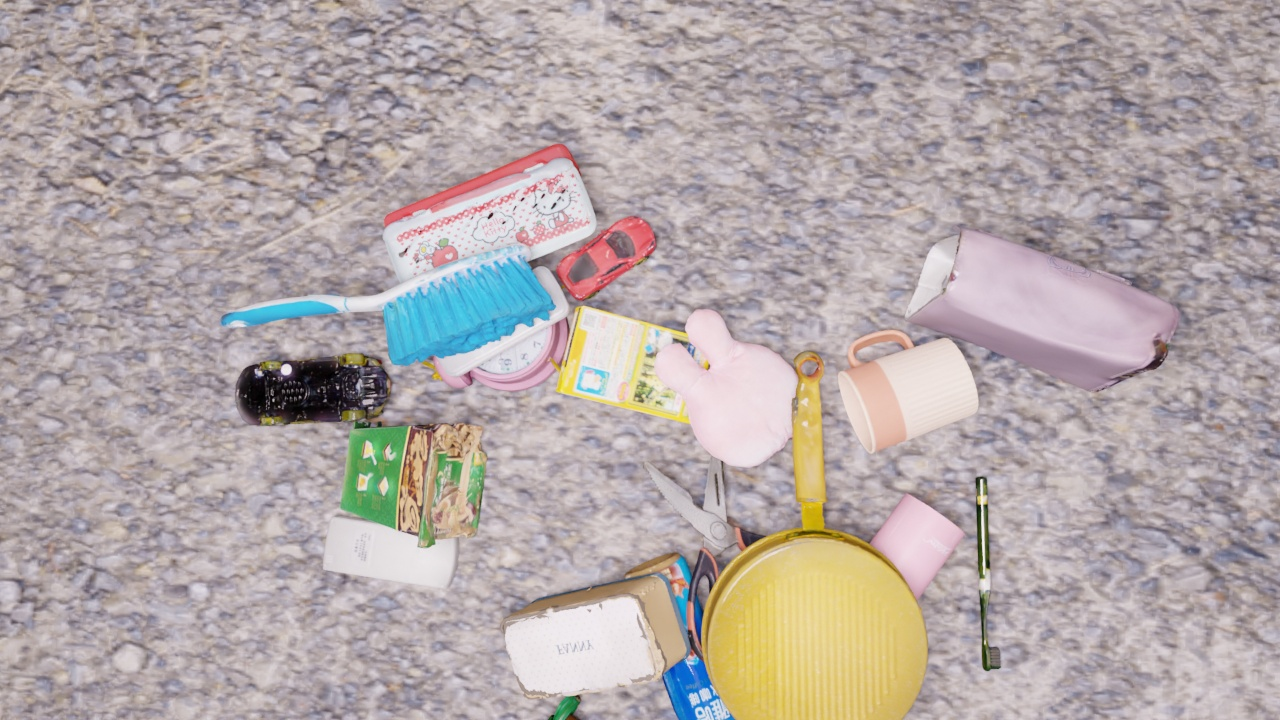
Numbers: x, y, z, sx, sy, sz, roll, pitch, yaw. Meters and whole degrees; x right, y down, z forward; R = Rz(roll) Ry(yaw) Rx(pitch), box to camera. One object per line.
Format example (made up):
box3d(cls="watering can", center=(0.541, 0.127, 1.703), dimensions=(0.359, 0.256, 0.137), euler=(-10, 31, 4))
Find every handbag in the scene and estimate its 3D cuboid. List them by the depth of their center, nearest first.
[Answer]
box3d(cls="handbag", center=(0.361, -0.050, 0.840), dimensions=(0.197, 0.145, 0.098), euler=(21, 90, 5))
box3d(cls="handbag", center=(-0.053, 0.402, 0.882), dimensions=(0.131, 0.068, 0.120), euler=(35, 82, 7))

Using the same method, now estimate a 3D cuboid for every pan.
box3d(cls="pan", center=(0.154, 0.169, 0.826), dimensions=(0.198, 0.078, 0.357), euler=(1, 90, 2))

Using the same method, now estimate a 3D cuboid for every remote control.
box3d(cls="remote control", center=(-0.136, -0.037, 0.879), dimensions=(0.136, 0.020, 0.056), euler=(-30, 82, 1))
box3d(cls="remote control", center=(-0.253, 0.194, 0.931), dimensions=(0.135, 0.019, 0.056), euler=(7, 86, 5))

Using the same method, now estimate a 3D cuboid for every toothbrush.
box3d(cls="toothbrush", center=(0.336, 0.206, 0.889), dimensions=(0.017, 0.012, 0.185), euler=(-1, 86, -2))

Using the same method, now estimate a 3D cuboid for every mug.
box3d(cls="mug", center=(0.249, 0.020, 0.882), dimensions=(0.106, 0.082, 0.114), euler=(-20, 55, 1))

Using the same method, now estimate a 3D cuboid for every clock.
box3d(cls="clock", center=(-0.152, -0.028, 0.920), dimensions=(0.158, 0.060, 0.117), euler=(-2, 85, 6))

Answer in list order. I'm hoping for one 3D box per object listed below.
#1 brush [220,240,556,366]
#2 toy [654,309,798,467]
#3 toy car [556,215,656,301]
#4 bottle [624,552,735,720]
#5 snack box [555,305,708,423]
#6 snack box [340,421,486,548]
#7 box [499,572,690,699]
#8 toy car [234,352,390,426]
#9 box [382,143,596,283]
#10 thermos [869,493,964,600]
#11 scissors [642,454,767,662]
box3d(cls="brush", center=(-0.239, -0.042, 0.855), dimensions=(0.314, 0.060, 0.109), euler=(-19, 76, 5))
box3d(cls="toy", center=(0.088, 0.026, 0.886), dimensions=(0.159, 0.054, 0.121), euler=(47, 73, -12))
box3d(cls="toy car", center=(-0.034, -0.106, 0.932), dimensions=(0.106, 0.031, 0.049), euler=(-34, 85, -1))
box3d(cls="bottle", center=(0.052, 0.296, 0.877), dimensions=(0.065, 0.065, 0.218), euler=(-23, 84, 2))
box3d(cls="snack box", center=(-0.005, 0.005, 0.898), dimensions=(0.140, 0.034, 0.087), euler=(14, 87, -13))
box3d(cls="snack box", center=(-0.224, 0.115, 0.897), dimensions=(0.106, 0.118, 0.117), euler=(5, 85, 17))
box3d(cls="box", center=(-0.040, 0.257, 0.853), dimensions=(0.185, 0.061, 0.090), euler=(-18, 88, 29))
box3d(cls="toy car", center=(-0.335, 0.031, 0.938), dimensions=(0.158, 0.042, 0.070), euler=(-3, 85, 3))
box3d(cls="box", center=(-0.145, -0.129, 0.908), dimensions=(0.201, 0.095, 0.101), euler=(-21, 83, 2))
box3d(cls="thermos", center=(0.214, 0.218, 0.866), dimensions=(0.087, 0.067, 0.198), euler=(38, 89, -20))
box3d(cls="scissors", center=(0.078, 0.182, 0.875), dimensions=(0.222, 0.015, 0.188), euler=(38, 65, -6))
